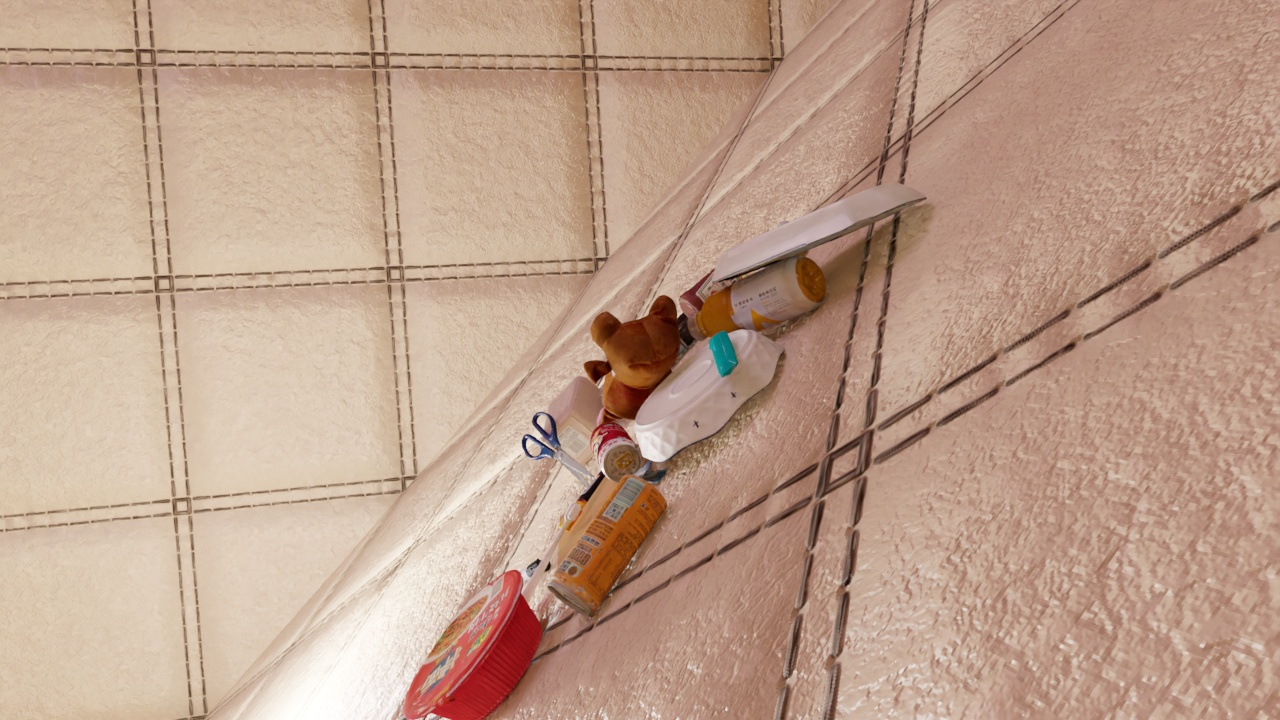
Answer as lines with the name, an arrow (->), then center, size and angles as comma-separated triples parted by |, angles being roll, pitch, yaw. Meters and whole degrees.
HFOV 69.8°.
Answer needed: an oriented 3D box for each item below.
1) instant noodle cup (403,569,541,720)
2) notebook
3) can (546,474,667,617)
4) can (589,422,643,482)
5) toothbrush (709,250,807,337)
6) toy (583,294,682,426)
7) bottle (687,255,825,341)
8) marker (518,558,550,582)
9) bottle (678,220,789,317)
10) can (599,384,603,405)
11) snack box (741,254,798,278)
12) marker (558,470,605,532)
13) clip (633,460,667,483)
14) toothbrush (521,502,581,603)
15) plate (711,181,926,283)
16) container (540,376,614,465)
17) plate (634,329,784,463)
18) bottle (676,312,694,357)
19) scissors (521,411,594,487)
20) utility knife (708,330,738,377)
instant noodle cup -> -0.174, 0.326, 1.013 | 0.194, 0.066, 0.193 | -46, 13, 13
notebook -> -0.048, 0.189, 1.143 | 0.149, 0.012, 0.211 | -45, 12, 7
can -> -0.033, 0.191, 0.959 | 0.145, 0.058, 0.058 | -53, 12, -23
can -> -0.032, 0.116, 1.169 | 0.053, 0.053, 0.133 | -48, 12, -1
toothbrush -> 0.162, -0.097, 1.303 | 0.190, 0.016, 0.015 | -43, 11, 23
toy -> -0.007, 0.007, 1.205 | 0.140, 0.200, 0.130 | -16, 51, -10
bottle -> 0.135, -0.068, 1.115 | 0.190, 0.068, 0.067 | -22, 26, 44
marker -> -0.158, 0.283, 1.206 | 0.131, 0.022, 0.018 | -34, 24, 45
bottle -> 0.147, -0.131, 1.340 | 0.206, 0.060, 0.060 | -40, 10, -11
can -> -0.013, 0.047, 1.363 | 0.058, 0.058, 0.147 | -51, 12, -17
snack box -> 0.182, -0.110, 1.213 | 0.077, 0.027, 0.155 | -45, 18, 12
marker -> -0.069, 0.177, 1.197 | 0.018, 0.015, 0.123 | -30, 16, 48
clip -> 0.003, 0.136, 1.084 | 0.058, 0.045, 0.027 | -34, 15, 44
toothbrush -> -0.119, 0.254, 1.124 | 0.179, 0.016, 0.016 | -61, 16, -19
plate -> 0.197, -0.150, 1.066 | 0.267, 0.034, 0.161 | -20, 1, 43
container -> -0.096, 0.099, 1.429 | 0.090, 0.090, 0.110 | -43, 15, 22
plate -> 0.072, 0.035, 1.068 | 0.205, 0.045, 0.204 | -38, 11, 8
bottle -> 0.080, -0.060, 1.417 | 0.194, 0.044, 0.080 | -50, 11, -7
scissors -> -0.125, 0.145, 1.346 | 0.125, 0.012, 0.173 | -42, 53, 27
utility knife -> 0.091, -0.008, 1.020 | 0.029, 0.013, 0.151 | -41, 12, 11
